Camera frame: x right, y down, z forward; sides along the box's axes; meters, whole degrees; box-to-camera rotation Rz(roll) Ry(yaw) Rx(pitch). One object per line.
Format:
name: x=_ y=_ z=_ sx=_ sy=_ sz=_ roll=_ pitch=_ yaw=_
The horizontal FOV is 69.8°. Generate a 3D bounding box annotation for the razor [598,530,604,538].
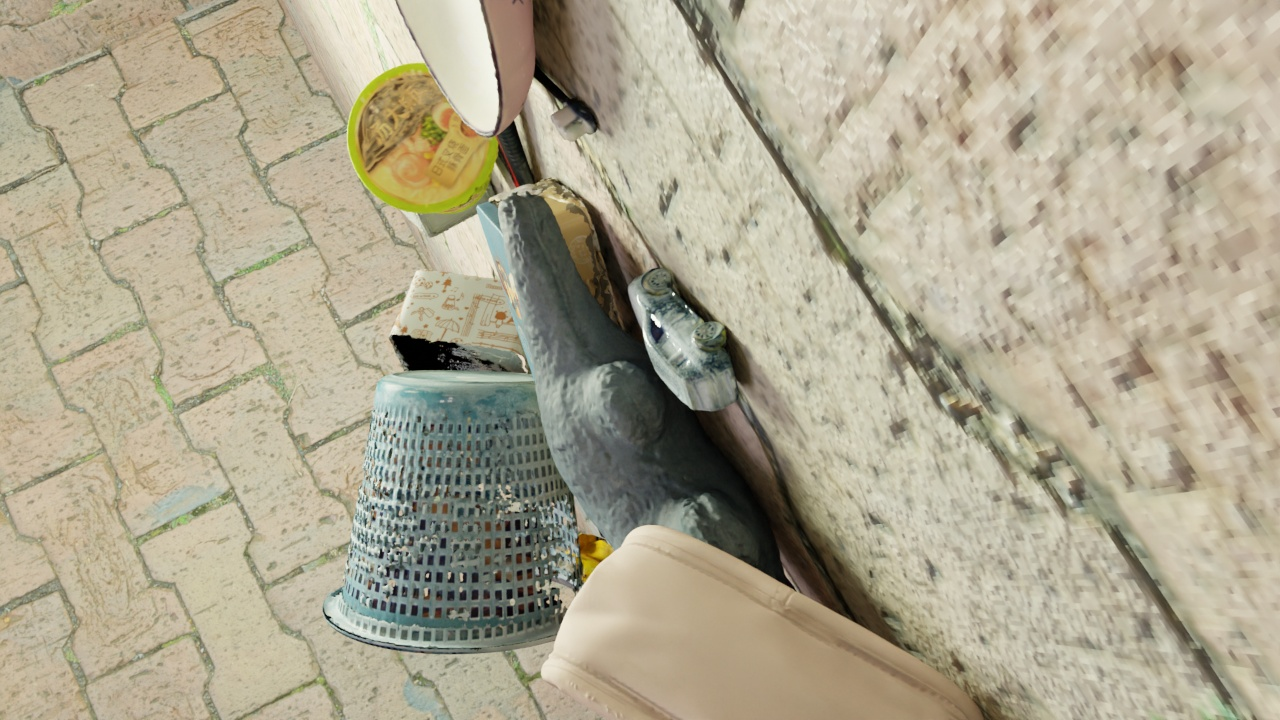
razor: x=-0.039 y=0.099 z=0.882 sx=0.067 sy=0.062 sz=0.167 roll=-49 pitch=-50 yaw=-57

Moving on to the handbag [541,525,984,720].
handbag: x=0.067 y=0.198 z=0.478 sx=0.193 sy=0.093 sz=0.234 roll=23 pitch=153 yaw=28

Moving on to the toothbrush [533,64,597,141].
toothbrush: x=-0.070 y=-0.170 z=0.518 sx=0.181 sy=0.018 sz=0.016 roll=54 pitch=175 yaw=40

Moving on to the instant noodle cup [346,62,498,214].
instant noodle cup: x=-0.165 y=-0.166 z=0.740 sx=0.111 sy=0.111 sz=0.123 roll=61 pitch=178 yaw=-3

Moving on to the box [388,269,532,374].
box: x=-0.133 y=-0.044 z=0.908 sx=0.183 sy=0.153 sz=0.177 roll=87 pitch=-168 yaw=-59

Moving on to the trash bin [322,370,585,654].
trash bin: x=-0.141 y=0.109 z=0.758 sx=0.227 sy=0.226 sz=0.195 roll=-165 pitch=78 yaw=-75

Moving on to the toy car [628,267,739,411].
toy car: x=0.019 y=-0.010 z=0.470 sx=0.090 sy=0.034 sz=0.043 roll=52 pitch=170 yaw=42

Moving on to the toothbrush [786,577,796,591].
toothbrush: x=0.115 y=0.181 z=0.561 sx=0.189 sy=0.014 sz=0.017 roll=58 pitch=161 yaw=17

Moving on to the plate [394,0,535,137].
plate: x=-0.098 y=-0.209 z=0.456 sx=0.192 sy=0.039 sz=0.193 roll=56 pitch=164 yaw=25

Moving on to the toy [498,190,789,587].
toy: x=0.015 y=0.069 z=0.540 sx=0.356 sy=0.091 sz=0.138 roll=54 pitch=156 yaw=2

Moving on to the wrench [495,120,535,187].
wrench: x=-0.083 y=-0.129 z=0.653 sx=0.056 sy=0.016 sz=0.274 roll=53 pitch=168 yaw=35

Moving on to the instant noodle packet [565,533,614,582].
instant noodle packet: x=-0.006 y=0.210 z=0.823 sx=0.129 sy=0.044 sz=0.111 roll=6 pitch=128 yaw=56

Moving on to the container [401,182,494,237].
container: x=-0.204 y=-0.186 z=0.885 sx=0.114 sy=0.090 sz=0.090 roll=47 pitch=163 yaw=43

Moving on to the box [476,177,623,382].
box: x=-0.051 y=-0.025 z=0.622 sx=0.090 sy=0.061 sz=0.184 roll=-133 pitch=26 yaw=-59
